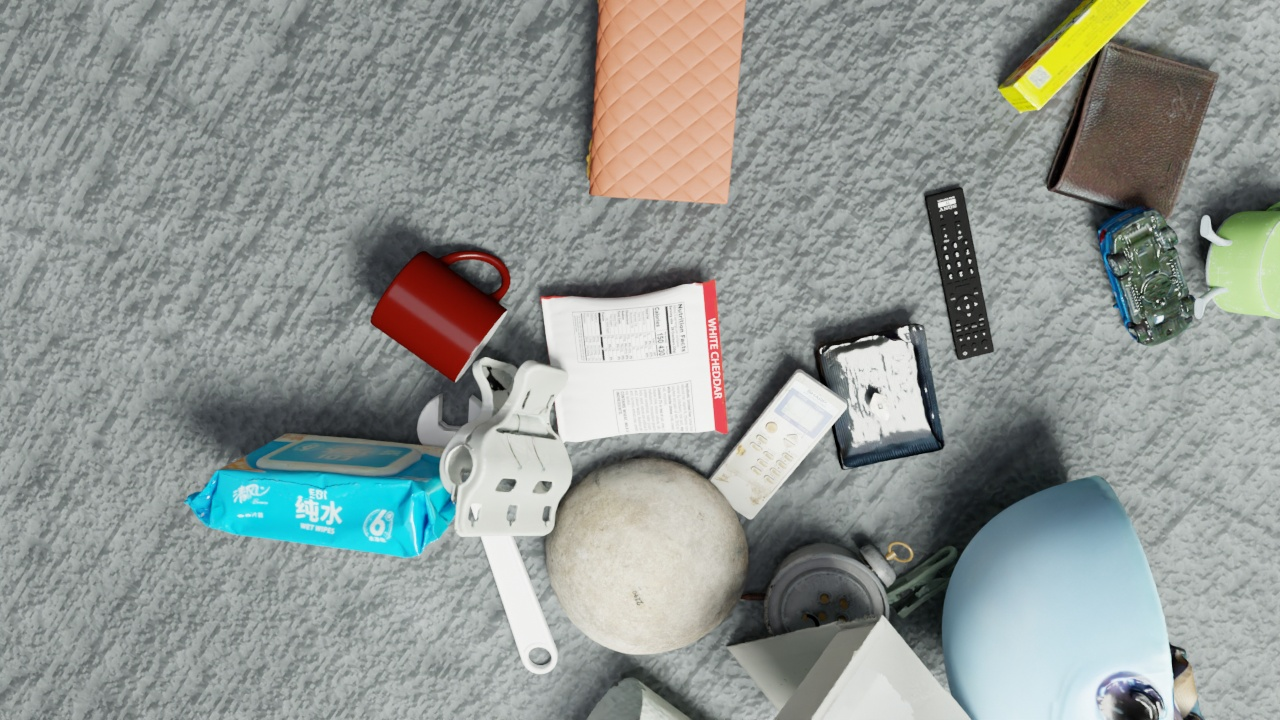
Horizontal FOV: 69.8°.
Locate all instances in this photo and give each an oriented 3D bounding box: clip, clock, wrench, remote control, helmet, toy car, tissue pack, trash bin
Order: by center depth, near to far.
[{"bbox_3d":[0.321,0.224,0.707,0.167,0.225,0.266,-7,102,10],"label":"helmet"},{"bbox_3d":[0.490,-0.076,0.718,0.119,0.042,0.094,-10,104,-27],"label":"clock"},{"bbox_3d":[0.403,-0.068,0.733,0.056,0.043,0.120,-30,114,7],"label":"toy car"},{"bbox_3d":[-0.243,0.105,0.741,0.209,0.116,0.066,4,101,9],"label":"tissue pack"},{"bbox_3d":[-0.105,0.070,0.742,0.075,0.124,0.144,-1,82,27],"label":"clip"},{"bbox_3d":[0.263,-0.070,0.755,0.030,0.009,0.140,-14,101,4],"label":"remote control"},{"bbox_3d":[0.113,0.073,0.773,0.050,0.011,0.136,34,112,-3],"label":"remote control"},{"bbox_3d":[0.169,0.201,0.787,0.148,0.056,0.104,-37,95,11],"label":"clock"},{"bbox_3d":[0.029,0.376,0.795,0.161,0.133,0.133,34,100,-10],"label":"trash bin"},{"bbox_3d":[0.249,0.192,0.802,0.076,0.023,0.045,-36,99,10],"label":"clip"},{"bbox_3d":[-0.127,0.156,0.809,0.066,0.018,0.273,-16,101,5],"label":"wrench"}]

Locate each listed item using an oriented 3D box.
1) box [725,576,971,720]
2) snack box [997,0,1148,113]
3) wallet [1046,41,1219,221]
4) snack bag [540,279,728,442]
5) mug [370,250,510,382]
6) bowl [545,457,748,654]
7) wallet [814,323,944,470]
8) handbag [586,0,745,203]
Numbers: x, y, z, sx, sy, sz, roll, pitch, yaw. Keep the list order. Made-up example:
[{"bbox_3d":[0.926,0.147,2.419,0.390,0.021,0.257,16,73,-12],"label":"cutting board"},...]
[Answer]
[{"bbox_3d":[0.153,0.302,0.757,0.171,0.380,0.167,-39,90,-6],"label":"box"},{"bbox_3d":[0.342,-0.254,0.701,0.029,0.040,0.148,43,99,-7],"label":"snack box"},{"bbox_3d":[0.388,-0.178,0.721,0.099,0.031,0.120,15,100,-5],"label":"wallet"},{"bbox_3d":[-0.005,0.004,0.762,0.144,0.039,0.131,-5,104,6],"label":"snack bag"},{"bbox_3d":[-0.154,-0.048,0.747,0.082,0.073,0.105,36,71,-5],"label":"mug"},{"bbox_3d":[0.001,0.177,0.773,0.178,0.081,0.178,1,102,5],"label":"bowl"},{"bbox_3d":[0.199,0.030,0.768,0.089,0.026,0.115,-13,101,7],"label":"wallet"},{"bbox_3d":[0.017,-0.212,0.707,0.109,0.060,0.172,3,104,-4],"label":"handbag"}]
